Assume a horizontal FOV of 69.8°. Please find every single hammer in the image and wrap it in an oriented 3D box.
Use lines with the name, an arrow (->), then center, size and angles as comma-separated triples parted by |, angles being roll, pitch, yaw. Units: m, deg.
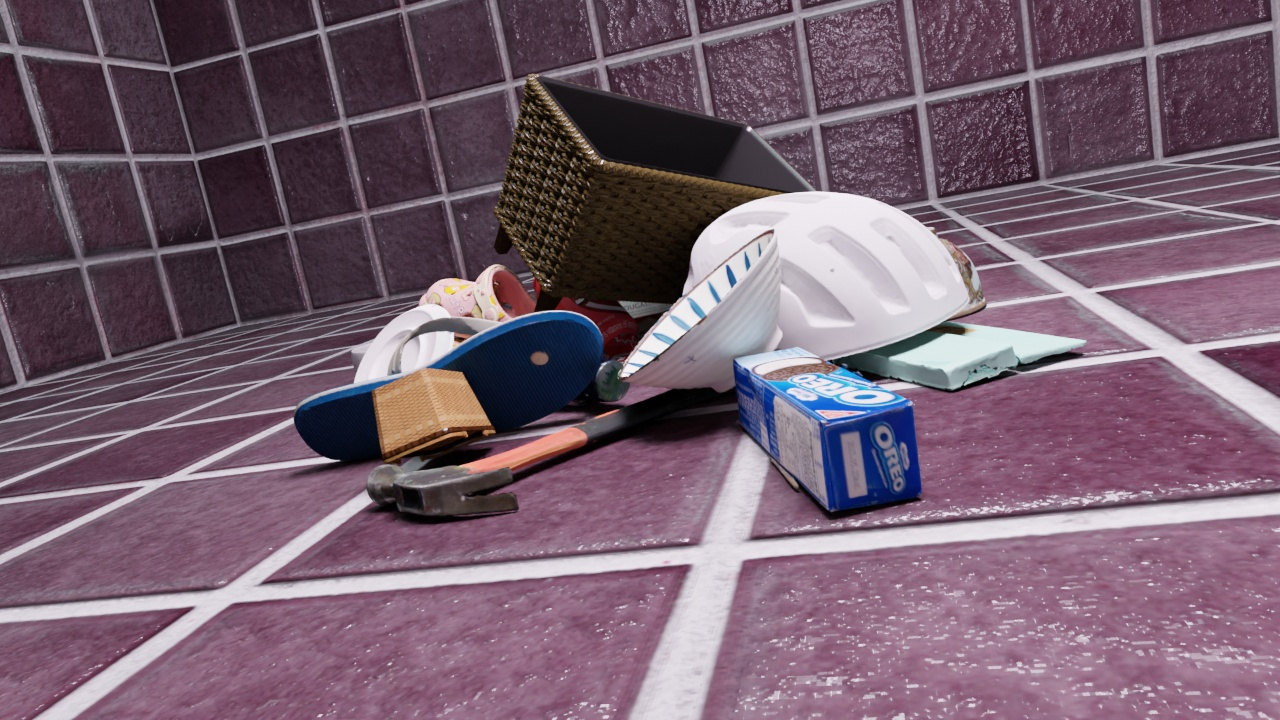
hammer -> -0.041, 0.057, 0.742 | 0.332, 0.033, 0.133 | -19, 11, -40

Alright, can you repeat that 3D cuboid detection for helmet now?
helmet -> 0.168, -0.066, 0.886 | 0.223, 0.184, 0.283 | -29, 32, -28

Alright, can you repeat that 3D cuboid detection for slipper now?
slipper -> -0.165, -0.065, 1.027 | 0.197, 0.082, 0.093 | 18, 22, 29
slipper -> -0.173, 0.020, 0.843 | 0.295, 0.118, 0.060 | -17, 37, 6

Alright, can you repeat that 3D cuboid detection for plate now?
plate -> -0.257, 0.007, 0.975 | 0.157, 0.156, 0.014 | -2, -27, 42

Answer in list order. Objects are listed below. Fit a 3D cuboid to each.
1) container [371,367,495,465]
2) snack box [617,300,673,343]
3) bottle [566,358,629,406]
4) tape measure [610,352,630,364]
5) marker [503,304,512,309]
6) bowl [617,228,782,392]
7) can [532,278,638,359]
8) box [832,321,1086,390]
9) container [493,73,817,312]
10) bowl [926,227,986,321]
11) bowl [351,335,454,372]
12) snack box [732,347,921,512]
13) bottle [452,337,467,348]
container -> -0.172, 0.045, 0.756 | 0.063, 0.061, 0.114 | -22, -6, 8
snack box -> -0.058, -0.041, 1.188 | 0.272, 0.044, 0.077 | -12, -25, -8
bottle -> -0.071, 0.017, 0.913 | 0.056, 0.056, 0.161 | -18, 12, -34
tape measure -> -0.006, 0.006, 1.006 | 0.062, 0.020, 0.060 | -8, 10, 11
marker -> -0.132, -0.048, 1.117 | 0.134, 0.015, 0.018 | 23, -10, 45
bowl -> 0.068, -0.023, 0.762 | 0.177, 0.071, 0.177 | -44, 8, 7
can -> -0.067, -0.060, 1.106 | 0.074, 0.075, 0.142 | -18, 53, -34
box -> 0.268, -0.011, 0.801 | 0.136, 0.033, 0.187 | -19, 12, -15
container -> 0.007, -0.160, 1.032 | 0.320, 0.205, 0.176 | 1, 41, -38
bowl -> 0.302, -0.098, 1.039 | 0.160, 0.094, 0.159 | -11, 10, 2
bowl -> -0.308, 0.004, 1.212 | 0.132, 0.064, 0.131 | -11, 10, 2
snack box -> 0.113, 0.037, 0.606 | 0.059, 0.059, 0.226 | -8, 10, -4
bottle -> -0.169, 0.001, 1.065 | 0.209, 0.068, 0.068 | -10, 7, -40
